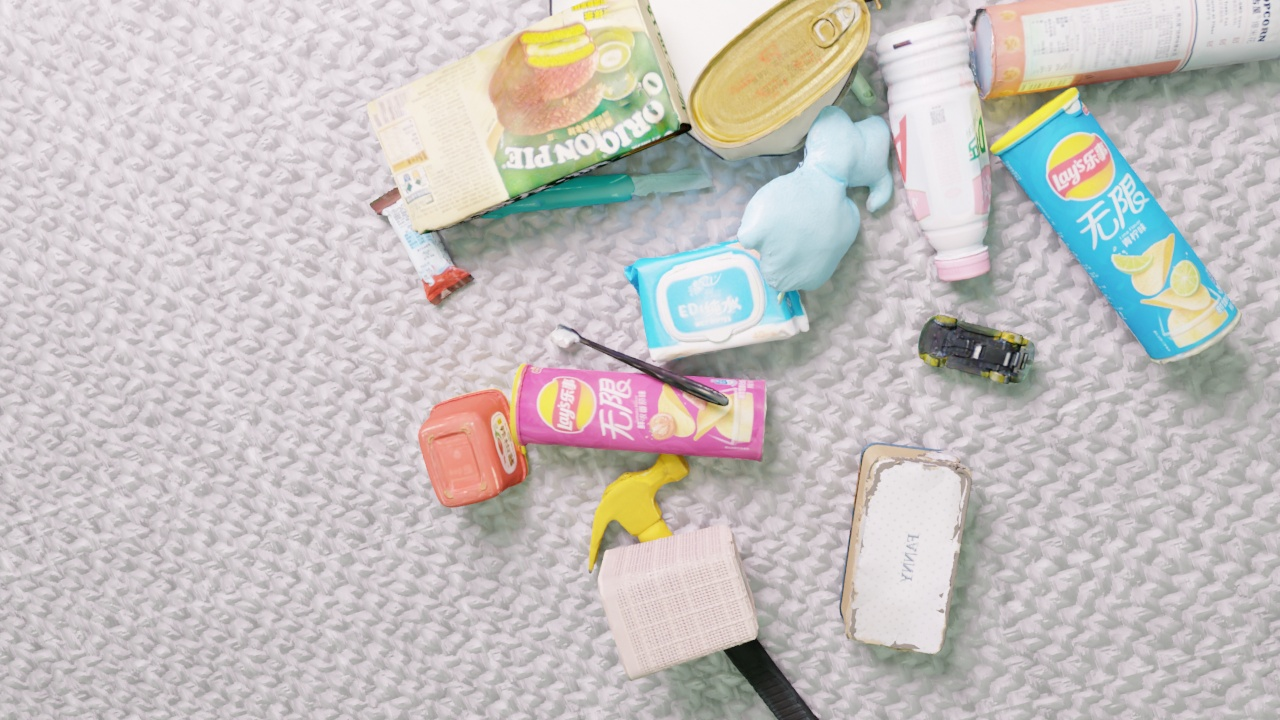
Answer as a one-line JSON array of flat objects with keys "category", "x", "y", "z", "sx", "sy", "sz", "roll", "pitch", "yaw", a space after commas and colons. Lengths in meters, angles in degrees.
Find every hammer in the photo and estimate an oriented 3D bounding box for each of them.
[{"category": "hammer", "x": 0.066, "y": 0.226, "z": 0.821, "sx": 0.129, "sy": 0.032, "sz": 0.300, "roll": -37, "pitch": 93, "yaw": 12}]

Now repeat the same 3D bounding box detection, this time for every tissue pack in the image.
[{"category": "tissue pack", "x": 0.063, "y": -0.053, "z": 0.757, "sx": 0.140, "sy": 0.063, "sz": 0.090, "roll": -11, "pitch": 97, "yaw": 9}]

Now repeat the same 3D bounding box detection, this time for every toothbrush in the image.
[{"category": "toothbrush", "x": -0.005, "y": 0.004, "z": 0.758, "sx": 0.181, "sy": 0.018, "sz": 0.016, "roll": 22, "pitch": 136, "yaw": 30}, {"category": "toothbrush", "x": 0.130, "y": -0.281, "z": 0.731, "sx": 0.029, "sy": 0.020, "sz": 0.189, "roll": -38, "pitch": 96, "yaw": -9}]

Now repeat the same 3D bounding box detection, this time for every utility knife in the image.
[{"category": "utility knife", "x": -0.047, "y": -0.142, "z": 0.780, "sx": 0.216, "sy": 0.013, "sz": 0.029, "roll": -4, "pitch": 97, "yaw": 10}]

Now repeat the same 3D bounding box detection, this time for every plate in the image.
[{"category": "plate", "x": 0.047, "y": -0.276, "z": 0.725, "sx": 0.265, "sy": 0.034, "sz": 0.162, "roll": 37, "pitch": 112, "yaw": 0}]

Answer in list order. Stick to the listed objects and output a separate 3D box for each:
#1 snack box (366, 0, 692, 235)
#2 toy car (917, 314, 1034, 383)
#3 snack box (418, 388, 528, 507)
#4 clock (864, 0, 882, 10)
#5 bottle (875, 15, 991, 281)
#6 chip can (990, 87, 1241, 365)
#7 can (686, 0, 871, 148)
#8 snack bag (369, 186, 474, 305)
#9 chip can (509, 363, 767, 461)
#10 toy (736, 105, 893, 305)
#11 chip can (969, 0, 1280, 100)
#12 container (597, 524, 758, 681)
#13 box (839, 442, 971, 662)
[{"category": "snack box", "x": -0.089, "y": -0.193, "z": 0.727, "sx": 0.240, "sy": 0.063, "sz": 0.114, "roll": -19, "pitch": 98, "yaw": 18}, {"category": "toy car", "x": 0.273, "y": -0.010, "z": 0.752, "sx": 0.091, "sy": 0.036, "sz": 0.043, "roll": 15, "pitch": 102, "yaw": 3}, {"category": "snack box", "x": -0.149, "y": 0.079, "z": 0.798, "sx": 0.082, "sy": 0.080, "sz": 0.091, "roll": -15, "pitch": 98, "yaw": 10}, {"category": "clock", "x": 0.160, "y": -0.330, "z": 0.701, "sx": 0.122, "sy": 0.055, "sz": 0.082, "roll": 45, "pitch": 102, "yaw": 0}, {"category": "bottle", "x": 0.235, "y": -0.161, "z": 0.717, "sx": 0.068, "sy": 0.068, "sz": 0.197, "roll": -13, "pitch": 101, "yaw": 9}, {"category": "chip can", "x": 0.358, "y": -0.100, "z": 0.694, "sx": 0.071, "sy": 0.071, "sz": 0.210, "roll": -38, "pitch": 91, "yaw": 11}, {"category": "can", "x": 0.103, "y": -0.218, "z": 0.684, "sx": 0.148, "sy": 0.049, "sz": 0.074, "roll": -35, "pitch": 98, "yaw": 22}, {"category": "snack bag", "x": -0.190, "y": -0.103, "z": 0.798, "sx": 0.048, "sy": 0.026, "sz": 0.104, "roll": -31, "pitch": 94, "yaw": 5}, {"category": "chip can", "x": 0.000, "y": 0.045, "z": 0.777, "sx": 0.210, "sy": 0.071, "sz": 0.071, "roll": 4, "pitch": 100, "yaw": 6}, {"category": "toy", "x": 0.138, "y": -0.118, "z": 0.710, "sx": 0.161, "sy": 0.050, "sz": 0.156, "roll": 1, "pitch": 100, "yaw": -37}, {"category": "chip can", "x": 0.362, "y": -0.244, "z": 0.682, "sx": 0.215, "sy": 0.071, "sz": 0.071, "roll": -6, "pitch": 99, "yaw": 8}, {"category": "container", "x": 0.033, "y": 0.194, "z": 0.760, "sx": 0.111, "sy": 0.090, "sz": 0.090, "roll": -18, "pitch": 97, "yaw": 6}, {"category": "box", "x": 0.222, "y": 0.164, "z": 0.779, "sx": 0.090, "sy": 0.061, "sz": 0.184, "roll": 9, "pitch": 103, "yaw": 6}]
